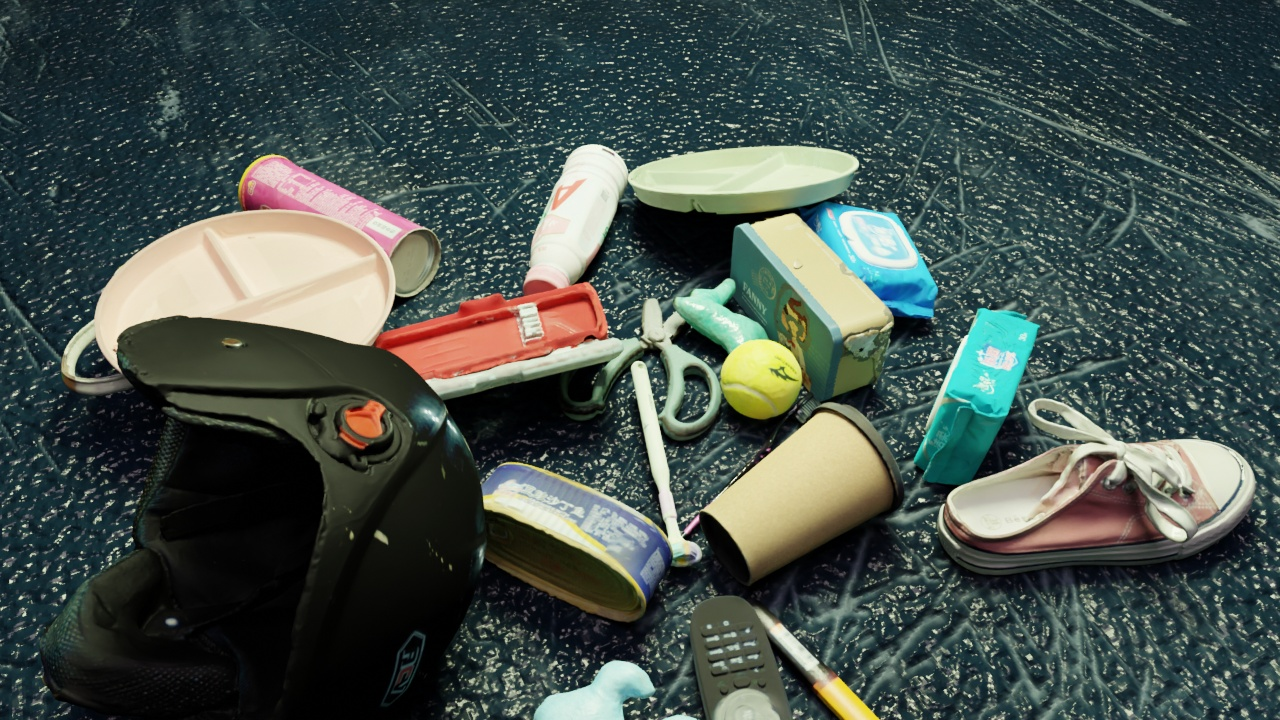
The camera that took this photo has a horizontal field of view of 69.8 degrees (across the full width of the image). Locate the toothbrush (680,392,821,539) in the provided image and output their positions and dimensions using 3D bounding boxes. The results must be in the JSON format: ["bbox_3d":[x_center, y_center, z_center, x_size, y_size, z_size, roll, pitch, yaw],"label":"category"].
[{"bbox_3d":[0.087,0.083,0.715,0.018,0.014,0.188,42,57,10],"label":"toothbrush"}]

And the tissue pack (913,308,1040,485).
[{"bbox_3d":[0.259,0.028,0.714,0.050,0.093,0.133,24,49,17],"label":"tissue pack"}]

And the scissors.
[{"bbox_3d":[-0.009,0.003,0.793,0.172,0.019,0.176,-5,46,-4],"label":"scissors"}]

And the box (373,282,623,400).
[{"bbox_3d":[-0.121,-0.004,0.757,0.201,0.064,0.160,-14,27,-7],"label":"box"}]

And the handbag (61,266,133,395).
[{"bbox_3d":[-0.398,-0.026,0.784,0.178,0.063,0.163,-22,50,-28],"label":"handbag"}]

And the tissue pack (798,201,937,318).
[{"bbox_3d":[0.210,-0.099,0.859,0.095,0.052,0.157,4,43,-16],"label":"tissue pack"}]

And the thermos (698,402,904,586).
[{"bbox_3d":[0.116,0.096,0.655,0.143,0.093,0.093,-31,52,-17],"label":"thermos"}]

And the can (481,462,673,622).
[{"bbox_3d":[-0.052,0.123,0.631,0.148,0.075,0.049,20,45,19],"label":"can"}]

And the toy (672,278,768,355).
[{"bbox_3d":[0.074,-0.037,0.816,0.092,0.030,0.096,36,47,11],"label":"toy"}]

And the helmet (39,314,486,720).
[{"bbox_3d":[-0.202,0.102,0.541,0.229,0.234,0.274,3,33,-43],"label":"helmet"}]

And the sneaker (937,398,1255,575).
[{"bbox_3d":[0.334,0.090,0.654,0.241,0.088,0.118,-8,45,-7],"label":"sneaker"}]

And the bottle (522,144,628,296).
[{"bbox_3d":[-0.066,-0.131,0.896,0.068,0.068,0.196,10,48,9],"label":"bottle"}]

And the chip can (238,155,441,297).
[{"bbox_3d":[-0.294,-0.132,0.892,0.211,0.071,0.071,27,51,24],"label":"chip can"}]

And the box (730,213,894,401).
[{"bbox_3d":[0.141,-0.054,0.802,0.063,0.090,0.184,-19,45,-18],"label":"box"}]

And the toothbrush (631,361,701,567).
[{"bbox_3d":[0.014,0.072,0.702,0.029,0.020,0.189,5,45,-20],"label":"toothbrush"}]

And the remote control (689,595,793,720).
[{"bbox_3d":[0.065,0.212,0.575,0.053,0.024,0.136,-8,47,-7],"label":"remote control"}]

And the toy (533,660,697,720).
[{"bbox_3d":[0.013,0.249,0.517,0.156,0.050,0.161,-9,56,11],"label":"toy"}]

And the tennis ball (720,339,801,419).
[{"bbox_3d":[0.098,0.015,0.746,0.065,0.066,0.065,0,45,0],"label":"tennis ball"}]

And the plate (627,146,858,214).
[{"bbox_3d":[0.102,-0.183,0.923,0.230,0.027,0.229,-4,23,2],"label":"plate"}]

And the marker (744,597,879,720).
[{"bbox_3d":[0.109,0.200,0.597,0.018,0.015,0.124,-26,48,-26],"label":"marker"}]

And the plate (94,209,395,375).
[{"bbox_3d":[-0.317,-0.046,0.752,0.229,0.028,0.229,3,45,-3],"label":"plate"}]
